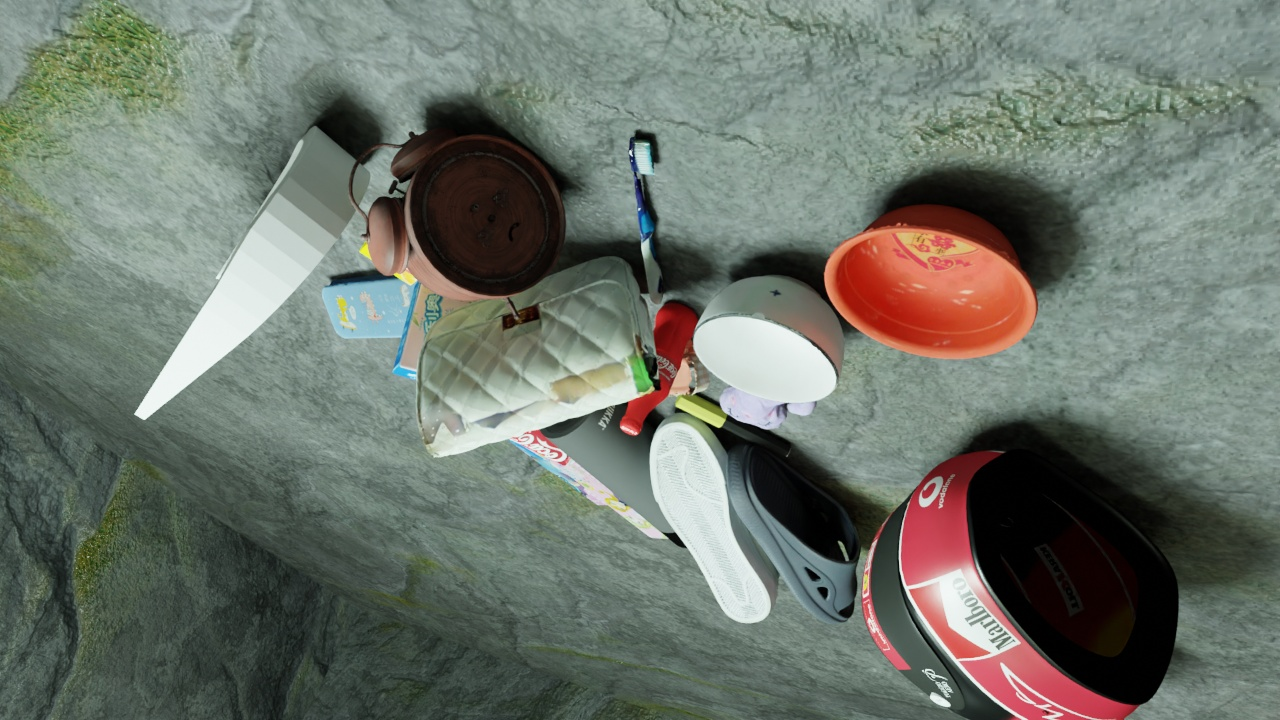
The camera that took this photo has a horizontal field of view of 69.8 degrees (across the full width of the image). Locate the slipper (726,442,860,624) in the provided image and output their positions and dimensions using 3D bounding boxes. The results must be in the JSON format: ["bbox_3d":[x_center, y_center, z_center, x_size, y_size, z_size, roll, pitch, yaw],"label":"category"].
[{"bbox_3d":[0.182,0.174,0.962,0.083,0.110,0.268,-20,128,28],"label":"slipper"}]

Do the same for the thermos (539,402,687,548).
[{"bbox_3d":[-0.003,0.114,1.001,0.082,0.082,0.240,-4,142,43],"label":"thermos"}]

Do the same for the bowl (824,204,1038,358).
[{"bbox_3d":[0.187,-0.056,0.585,0.130,0.045,0.131,19,153,10],"label":"bowl"}]

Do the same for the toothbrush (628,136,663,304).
[{"bbox_3d":[0.008,-0.097,0.688,0.017,0.016,0.189,7,150,10],"label":"toothbrush"}]

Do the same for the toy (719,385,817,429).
[{"bbox_3d":[0.113,0.034,0.816,0.080,0.036,0.100,22,152,6],"label":"toy"}]

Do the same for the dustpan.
[{"bbox_3d":[-0.330,-0.088,0.762,0.258,0.191,0.053,-30,126,29],"label":"dustpan"}]

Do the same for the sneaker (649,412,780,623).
[{"bbox_3d":[0.085,0.156,0.978,0.090,0.090,0.242,-18,106,28],"label":"sneaker"}]

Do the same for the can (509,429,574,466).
[{"bbox_3d":[-0.112,0.070,1.029,0.105,0.064,0.064,27,153,-6],"label":"can"}]

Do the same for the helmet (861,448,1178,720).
[{"bbox_3d":[0.306,0.205,0.797,0.271,0.197,0.225,38,151,-8],"label":"helmet"}]

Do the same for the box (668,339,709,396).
[{"bbox_3d":[-0.003,0.001,0.862,0.188,0.063,0.056,0,109,43],"label":"box"}]

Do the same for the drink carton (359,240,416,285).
[{"bbox_3d":[-0.192,-0.111,0.793,0.058,0.042,0.135,35,152,-22],"label":"drink carton"}]

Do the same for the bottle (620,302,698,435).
[{"bbox_3d":[0.013,0.008,0.758,0.036,0.118,0.036,19,153,10],"label":"bottle"}]

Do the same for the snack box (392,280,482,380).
[{"bbox_3d":[-0.143,-0.010,0.847,0.154,0.087,0.033,19,158,-23],"label":"snack box"}]

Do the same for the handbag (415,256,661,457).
[{"bbox_3d":[-0.085,-0.006,0.737,0.195,0.138,0.072,-19,136,10],"label":"handbag"}]

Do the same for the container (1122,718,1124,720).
[{"bbox_3d":[0.431,0.332,1.014,0.199,0.112,0.114,17,152,16],"label":"container"}]

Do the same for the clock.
[{"bbox_3d":[-0.136,-0.107,0.677,0.157,0.120,0.072,27,162,-24],"label":"clock"}]

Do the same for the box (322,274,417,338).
[{"bbox_3d":[-0.257,-0.052,0.936,0.210,0.058,0.068,-1,142,39],"label":"box"}]

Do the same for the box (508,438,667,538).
[{"bbox_3d":[-0.054,0.162,1.183,0.160,0.035,0.230,-11,136,48],"label":"box"}]

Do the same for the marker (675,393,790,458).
[{"bbox_3d":[0.092,0.064,0.908,0.124,0.017,0.021,27,153,-9],"label":"marker"}]

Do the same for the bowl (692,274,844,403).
[{"bbox_3d":[0.101,-0.023,0.693,0.113,0.063,0.114,19,153,10],"label":"bowl"}]
